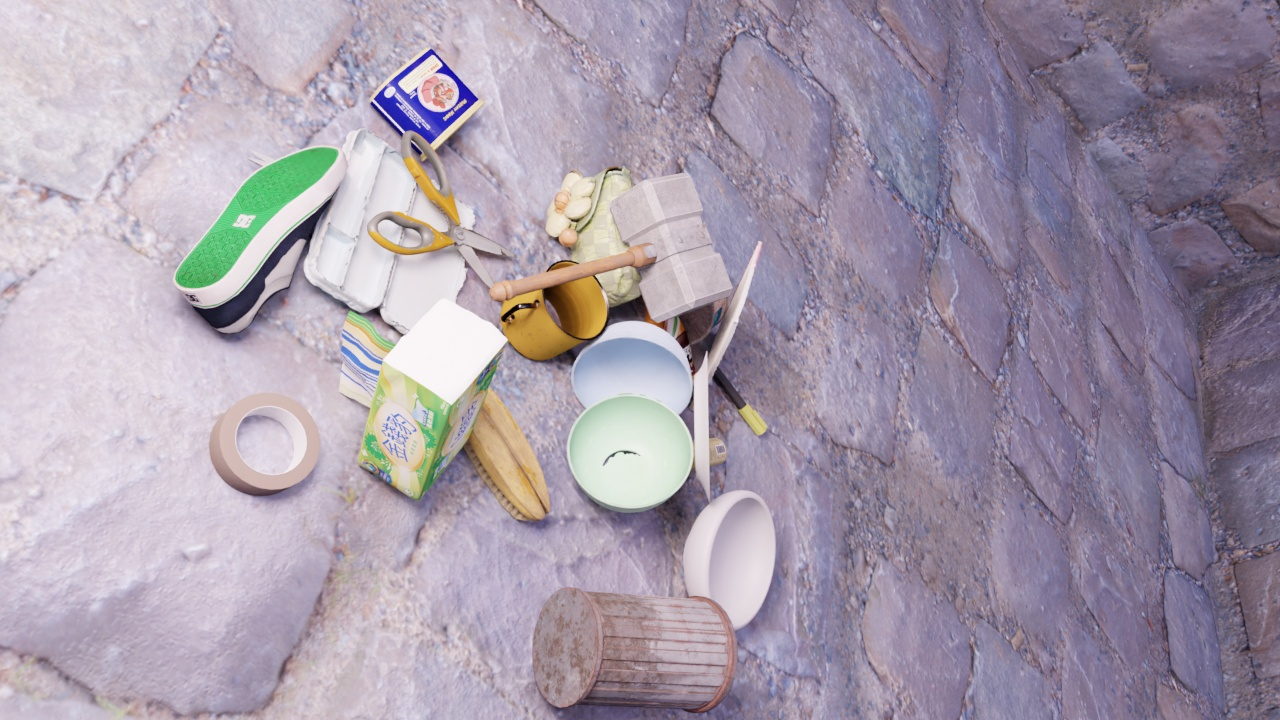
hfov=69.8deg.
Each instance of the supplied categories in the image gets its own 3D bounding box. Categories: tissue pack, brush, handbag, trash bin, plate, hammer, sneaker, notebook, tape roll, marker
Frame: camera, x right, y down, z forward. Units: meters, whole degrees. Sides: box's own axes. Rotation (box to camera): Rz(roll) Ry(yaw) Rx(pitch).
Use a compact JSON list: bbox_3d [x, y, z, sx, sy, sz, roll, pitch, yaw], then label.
[{"bbox_3d":[-0.233,0.025,0.899,0.141,0.198,0.120,32,41,2],"label":"tissue pack"},{"bbox_3d":[-0.163,0.096,1.030,0.059,0.043,0.195,-37,99,-44],"label":"brush"},{"bbox_3d":[-0.062,-0.161,1.188,0.116,0.113,0.186,6,69,-41],"label":"handbag"},{"bbox_3d":[0.001,0.324,1.024,0.211,0.131,0.130,16,62,-36],"label":"trash bin"},{"bbox_3d":[0.077,0.083,1.145,0.188,0.016,0.188,1,88,-86],"label":"plate"},{"bbox_3d":[-0.044,-0.109,1.059,0.316,0.083,0.162,-20,90,-42],"label":"hammer"},{"bbox_3d":[-0.364,-0.124,0.918,0.079,0.084,0.234,78,29,-48],"label":"sneaker"},{"bbox_3d":[0.116,-0.044,1.252,0.012,0.209,0.152,21,53,1],"label":"notebook"},{"bbox_3d":[-0.354,0.079,0.868,0.093,0.030,0.093,19,60,-37],"label":"tape roll"},{"bbox_3d":[0.144,0.058,1.350,0.124,0.021,0.017,52,45,-11],"label":"marker"}]

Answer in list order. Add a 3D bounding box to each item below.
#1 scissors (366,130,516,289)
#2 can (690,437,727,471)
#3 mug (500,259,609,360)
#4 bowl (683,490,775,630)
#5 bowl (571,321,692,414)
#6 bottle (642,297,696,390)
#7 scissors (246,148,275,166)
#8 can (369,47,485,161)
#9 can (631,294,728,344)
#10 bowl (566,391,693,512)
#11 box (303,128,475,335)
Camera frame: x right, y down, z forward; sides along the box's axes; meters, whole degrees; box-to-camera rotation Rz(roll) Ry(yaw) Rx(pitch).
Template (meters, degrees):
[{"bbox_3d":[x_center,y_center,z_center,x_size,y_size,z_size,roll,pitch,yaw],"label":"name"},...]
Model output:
[{"bbox_3d":[-0.227,-0.167,1.067,0.224,0.016,0.216,9,68,-53],"label":"scissors"},{"bbox_3d":[0.078,0.128,1.245,0.079,0.038,0.038,-6,77,-44],"label":"can"},{"bbox_3d":[-0.114,-0.057,1.105,0.123,0.094,0.100,-5,76,-46],"label":"mug"},{"bbox_3d":[0.104,0.252,1.178,0.176,0.066,0.176,-5,96,-53],"label":"bowl"},{"bbox_3d":[-0.007,0.007,1.152,0.150,0.151,0.074,41,33,-23],"label":"bowl"},{"bbox_3d":[0.032,-0.036,1.225,0.059,0.059,0.167,-31,114,-46],"label":"bottle"},{"bbox_3d":[-0.349,-0.192,0.998,0.143,0.019,0.126,-33,99,-48],"label":"scissors"},{"bbox_3d":[-0.258,-0.312,1.111,0.092,0.057,0.116,46,47,-17],"label":"can"},{"bbox_3d":[0.052,-0.087,1.248,0.130,0.130,0.044,55,45,-10],"label":"can"},{"bbox_3d":[-0.015,0.122,1.116,0.151,0.077,0.150,3,60,-5],"label":"bowl"},{"bbox_3d":[-0.273,-0.135,1.030,0.189,0.037,0.208,36,50,-45],"label":"box"}]
